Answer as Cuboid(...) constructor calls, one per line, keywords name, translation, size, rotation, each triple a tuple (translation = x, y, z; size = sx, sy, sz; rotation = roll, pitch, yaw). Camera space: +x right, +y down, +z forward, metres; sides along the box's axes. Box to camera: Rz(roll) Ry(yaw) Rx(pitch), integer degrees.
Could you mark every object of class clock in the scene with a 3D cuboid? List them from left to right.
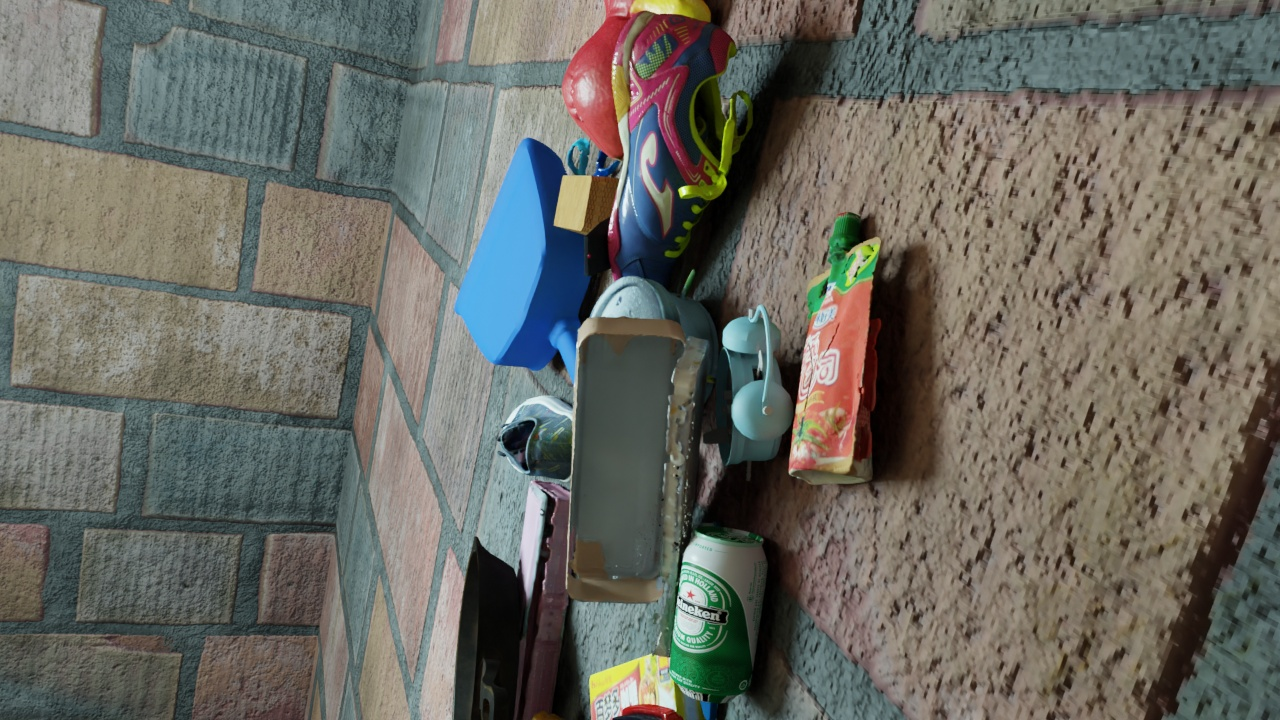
Cuboid(name="clock", translation=(-0.004, 0.004, 0.708), size=(0.162, 0.060, 0.118), rotation=(-33, 57, 50))
Cuboid(name="clock", translation=(0.065, 0.017, 0.557), size=(0.123, 0.042, 0.087), rotation=(95, 174, -53))

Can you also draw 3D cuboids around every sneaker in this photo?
Cuboid(name="sneaker", translation=(-0.111, 0.078, 0.931), size=(0.236, 0.079, 0.087), rotation=(180, 97, -66))
Cuboid(name="sneaker", translation=(0.027, -0.128, 0.675), size=(0.242, 0.091, 0.116), rotation=(91, -159, -44))

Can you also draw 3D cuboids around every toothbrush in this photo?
Cuboid(name="toothbrush", translation=(0.046, 0.176, 0.622), size=(0.021, 0.016, 0.132), rotation=(152, 123, -65))

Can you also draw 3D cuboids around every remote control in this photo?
Cuboid(name="remote control", translation=(-0.012, -0.104, 0.748), size=(0.124, 0.010, 0.039), rotation=(-43, -39, -53))

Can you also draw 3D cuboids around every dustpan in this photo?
Cuboid(name="dustpan", translation=(-0.104, -0.051, 0.939), size=(0.246, 0.059, 0.257), rotation=(-60, 40, 35))

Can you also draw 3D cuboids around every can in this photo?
Cuboid(name="can", translation=(0.049, 0.158, 0.574), size=(0.053, 0.053, 0.101), rotation=(-170, 87, -67))

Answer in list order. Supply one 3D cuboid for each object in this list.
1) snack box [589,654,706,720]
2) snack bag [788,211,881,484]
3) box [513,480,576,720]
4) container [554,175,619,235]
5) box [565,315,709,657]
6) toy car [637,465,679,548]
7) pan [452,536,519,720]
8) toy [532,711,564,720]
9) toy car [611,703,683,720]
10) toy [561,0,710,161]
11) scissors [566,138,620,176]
Cuboid(name="snack box", translation=(0.002, 0.263, 0.682), size=(0.153, 0.025, 0.075), rotation=(135, 136, -55))
Cuboid(name="snack bag", translation=(0.112, -0.010, 0.512), size=(0.087, 0.044, 0.155), rotation=(137, 143, -72))
Cuboid(name="box", translation=(-0.107, 0.241, 0.917), size=(0.098, 0.046, 0.233), rotation=(-166, 84, -66))
Cuboid(name="container", translation=(-0.035, -0.140, 0.846), size=(0.114, 0.061, 0.063), rotation=(-153, 72, -65))
Cuboid(name="box", translation=(-0.008, 0.082, 0.623), size=(0.094, 0.108, 0.217), rotation=(-42, -39, -59))
Cuboid(name="toy car", translation=(0.011, 0.105, 0.697), size=(0.042, 0.036, 0.092), rotation=(-132, 54, -61))
Cuboid(name="pan", translation=(-0.140, 0.295, 0.862), size=(0.357, 0.043, 0.248), rotation=(151, 124, -73))
Cuboid(name="toy", translation=(-0.071, 0.347, 0.745), size=(0.176, 0.076, 0.133), rotation=(-143, 34, -82))
Cuboid(name="toy car", translation=(0.020, 0.315, 0.576), size=(0.082, 0.056, 0.189), rotation=(-34, 64, 58))
Cuboid(name="toy", translation=(-0.004, -0.280, 0.785), size=(0.147, 0.098, 0.216), rotation=(-151, 75, -73))
Cuboid(name="scissors", translation=(-0.050, -0.169, 0.924), size=(0.104, 0.015, 0.133), rotation=(-9, 74, 49))
